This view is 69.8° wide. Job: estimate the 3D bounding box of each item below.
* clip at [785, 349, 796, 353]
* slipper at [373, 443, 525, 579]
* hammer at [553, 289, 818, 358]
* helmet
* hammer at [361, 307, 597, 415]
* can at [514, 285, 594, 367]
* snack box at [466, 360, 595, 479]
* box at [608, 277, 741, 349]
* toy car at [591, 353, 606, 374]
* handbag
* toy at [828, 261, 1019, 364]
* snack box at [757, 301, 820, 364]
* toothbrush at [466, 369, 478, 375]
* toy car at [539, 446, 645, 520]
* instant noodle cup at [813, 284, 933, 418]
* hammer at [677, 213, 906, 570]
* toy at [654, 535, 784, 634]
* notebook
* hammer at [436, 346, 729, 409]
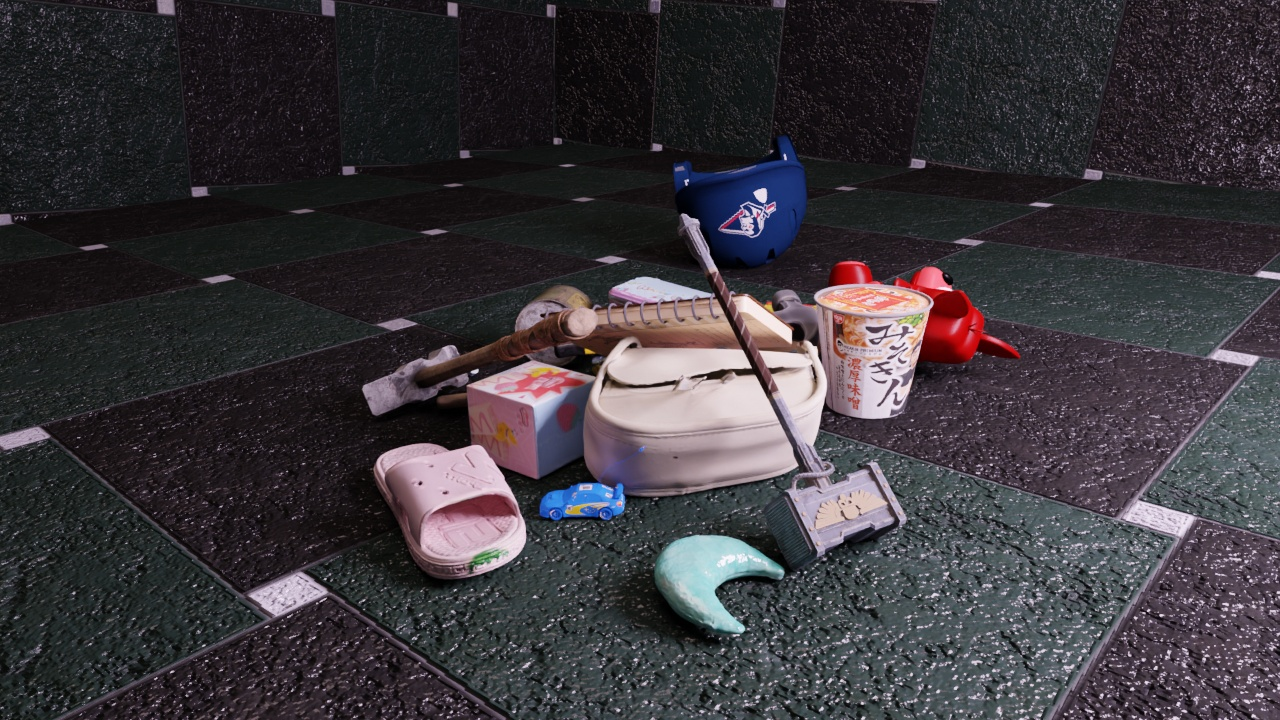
[{"bbox_3d":[0.169,0.002,1.126,0.076,0.023,0.044,-5,21,-6],"label":"clip"},{"bbox_3d":[-0.169,0.107,0.787,0.094,0.064,0.239,-12,20,-27],"label":"slipper"},{"bbox_3d":[0.058,-0.029,1.106,0.324,0.034,0.169,-5,24,-2],"label":"hammer"},{"bbox_3d":[0.178,-0.276,1.603,0.232,0.223,0.272,-13,-12,9],"label":"helmet"},{"bbox_3d":[-0.161,-0.003,0.941,0.320,0.049,0.121,-16,7,44],"label":"hammer"},{"bbox_3d":[-0.106,-0.045,1.175,0.090,0.090,0.074,3,19,12],"label":"can"},{"bbox_3d":[-0.104,0.055,0.903,0.095,0.079,0.092,15,25,37],"label":"snack box"},{"bbox_3d":[0.054,-0.060,1.099,0.076,0.033,0.214,-27,33,-37],"label":"box"},{"bbox_3d":[-0.007,0.006,1.106,0.105,0.033,0.048,2,22,13],"label":"toy car"},{"bbox_3d":[0.065,0.022,0.853,0.229,0.132,0.183,5,38,-2],"label":"handbag"},{"bbox_3d":[0.330,-0.052,1.097,0.198,0.120,0.158,6,-25,50],"label":"toy"},{"bbox_3d":[0.196,-0.038,1.211,0.088,0.040,0.125,6,21,20],"label":"snack box"},{"bbox_3d":[-0.253,0.031,1.081,0.022,0.015,0.154,10,23,37],"label":"toothbrush"},{"bbox_3d":[-0.042,0.103,0.790,0.092,0.062,0.033,-1,19,2],"label":"toy car"},{"bbox_3d":[0.249,-0.009,0.999,0.123,0.122,0.123,-1,19,0],"label":"instant noodle cup"},{"bbox_3d":[0.100,0.007,0.767,0.098,0.044,0.321,-13,66,-29],"label":"hammer"},{"bbox_3d":[0.052,0.160,0.670,0.085,0.033,0.105,19,25,21],"label":"toy"},{"bbox_3d":[0.027,-0.032,0.950,0.226,0.024,0.167,-4,-12,26],"label":"notebook"},{"bbox_3d":[-0.060,0.030,1.020,0.331,0.030,0.119,-9,-11,0],"label":"hammer"}]
